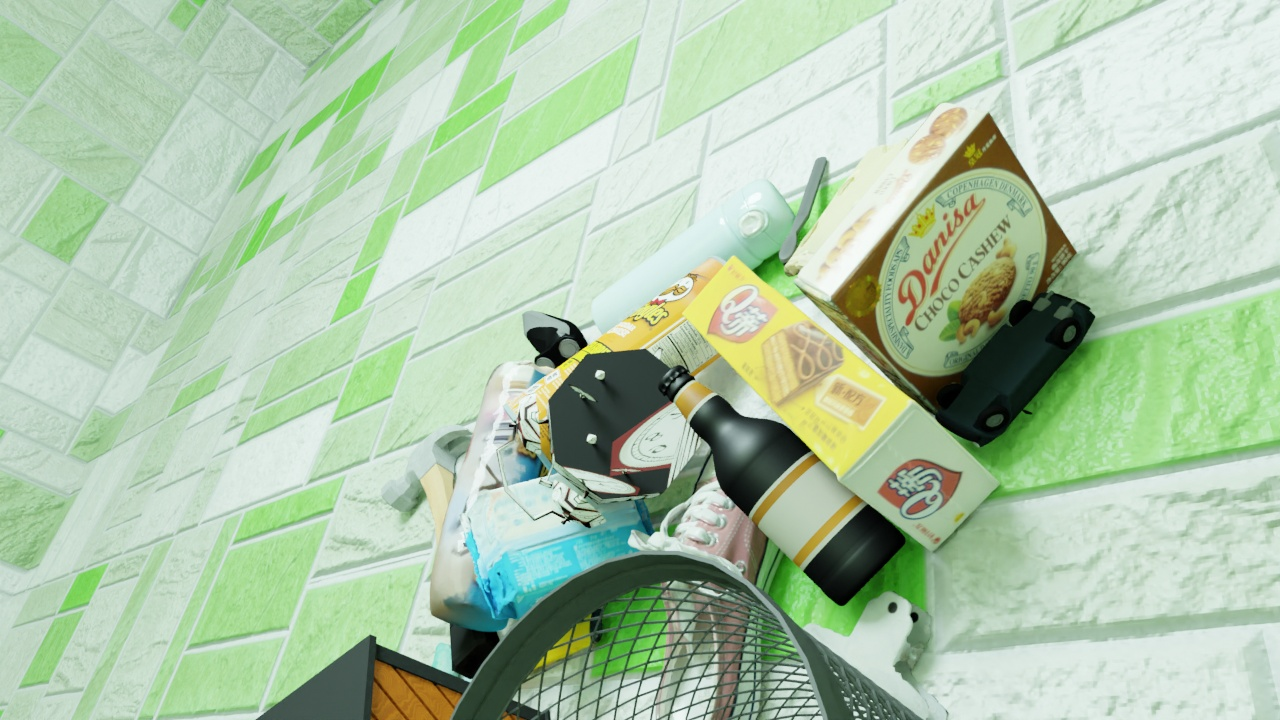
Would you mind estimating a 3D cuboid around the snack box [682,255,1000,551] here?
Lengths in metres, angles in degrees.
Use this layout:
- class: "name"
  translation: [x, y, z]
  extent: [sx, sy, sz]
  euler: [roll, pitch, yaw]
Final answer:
- class: "snack box"
  translation: [0.124, 0.019, 0.621]
  extent: [0.062, 0.110, 0.230]
  euler: [-48, 34, 7]

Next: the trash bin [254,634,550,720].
- class: "trash bin"
  translation: [-0.168, 0.314, 0.641]
  extent: [0.140, 0.171, 0.139]
  euler: [-38, 37, 20]

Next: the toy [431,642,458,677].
- class: "toy"
  translation: [-0.190, 0.305, 0.804]
  extent: [0.105, 0.033, 0.085]
  euler: [-57, 23, -6]

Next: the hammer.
- class: "hammer"
  translation: [-0.186, 0.176, 0.898]
  extent: [0.131, 0.039, 0.328]
  euler: [-45, 33, 7]

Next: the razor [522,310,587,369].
- class: "razor"
  translation: [-0.092, -0.022, 0.965]
  extent: [0.060, 0.057, 0.156]
  euler: [-23, 26, -7]

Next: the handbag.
- class: "handbag"
  translation: [0.174, -0.094, 0.692]
  extent: [0.119, 0.081, 0.111]
  euler: [-57, 20, -2]

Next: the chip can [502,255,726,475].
- class: "chip can"
  translation: [-0.004, 0.004, 0.759]
  extent: [0.215, 0.075, 0.075]
  euler: [-36, 33, -9]

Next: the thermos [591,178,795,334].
- class: "thermos"
  translation: [0.050, -0.086, 0.841]
  extent: [0.207, 0.065, 0.077]
  euler: [-34, -2, 25]

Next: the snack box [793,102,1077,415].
- class: "snack box"
  translation: [0.191, -0.060, 0.582]
  extent: [0.143, 0.147, 0.041]
  euler: [-51, 35, 1]

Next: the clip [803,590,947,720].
- class: "clip"
  translation: [0.150, 0.170, 0.545]
  extent: [0.058, 0.050, 0.102]
  euler: [-51, 34, -10]

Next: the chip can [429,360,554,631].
- class: "chip can"
  translation: [-0.121, 0.110, 0.791]
  extent: [0.080, 0.080, 0.229]
  euler: [-18, 46, 39]

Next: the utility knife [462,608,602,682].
- class: "utility knife"
  translation: [-0.094, 0.243, 0.757]
  extent: [0.179, 0.017, 0.030]
  euler: [-30, 35, 30]

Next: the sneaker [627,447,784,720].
- class: "sneaker"
  translation: [0.044, 0.138, 0.625]
  extent: [0.119, 0.088, 0.240]
  euler: [-20, 44, 39]

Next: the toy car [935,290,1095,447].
- class: "toy car"
  translation: [0.233, 0.005, 0.572]
  extent: [0.112, 0.034, 0.046]
  euler: [-49, 35, -1]

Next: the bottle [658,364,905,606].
- class: "bottle"
  translation: [0.080, 0.070, 0.585]
  extent: [0.181, 0.059, 0.059]
  euler: [44, 97, 19]

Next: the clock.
- class: "clock"
  translation: [-0.030, 0.057, 0.670]
  extent: [0.154, 0.114, 0.065]
  euler: [-28, -8, -13]

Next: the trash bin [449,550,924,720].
- class: "trash bin"
  translation: [0.053, 0.231, 0.407]
  extent: [0.218, 0.227, 0.217]
  euler: [-30, 40, 29]

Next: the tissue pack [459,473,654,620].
- class: "tissue pack"
  translation: [-0.062, 0.137, 0.708]
  extent: [0.062, 0.144, 0.092]
  euler: [107, 145, -57]

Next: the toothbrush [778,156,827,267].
- class: "toothbrush"
  translation: [0.142, -0.132, 0.791]
  extent: [0.013, 0.013, 0.166]
  euler: [-4, 40, 28]
